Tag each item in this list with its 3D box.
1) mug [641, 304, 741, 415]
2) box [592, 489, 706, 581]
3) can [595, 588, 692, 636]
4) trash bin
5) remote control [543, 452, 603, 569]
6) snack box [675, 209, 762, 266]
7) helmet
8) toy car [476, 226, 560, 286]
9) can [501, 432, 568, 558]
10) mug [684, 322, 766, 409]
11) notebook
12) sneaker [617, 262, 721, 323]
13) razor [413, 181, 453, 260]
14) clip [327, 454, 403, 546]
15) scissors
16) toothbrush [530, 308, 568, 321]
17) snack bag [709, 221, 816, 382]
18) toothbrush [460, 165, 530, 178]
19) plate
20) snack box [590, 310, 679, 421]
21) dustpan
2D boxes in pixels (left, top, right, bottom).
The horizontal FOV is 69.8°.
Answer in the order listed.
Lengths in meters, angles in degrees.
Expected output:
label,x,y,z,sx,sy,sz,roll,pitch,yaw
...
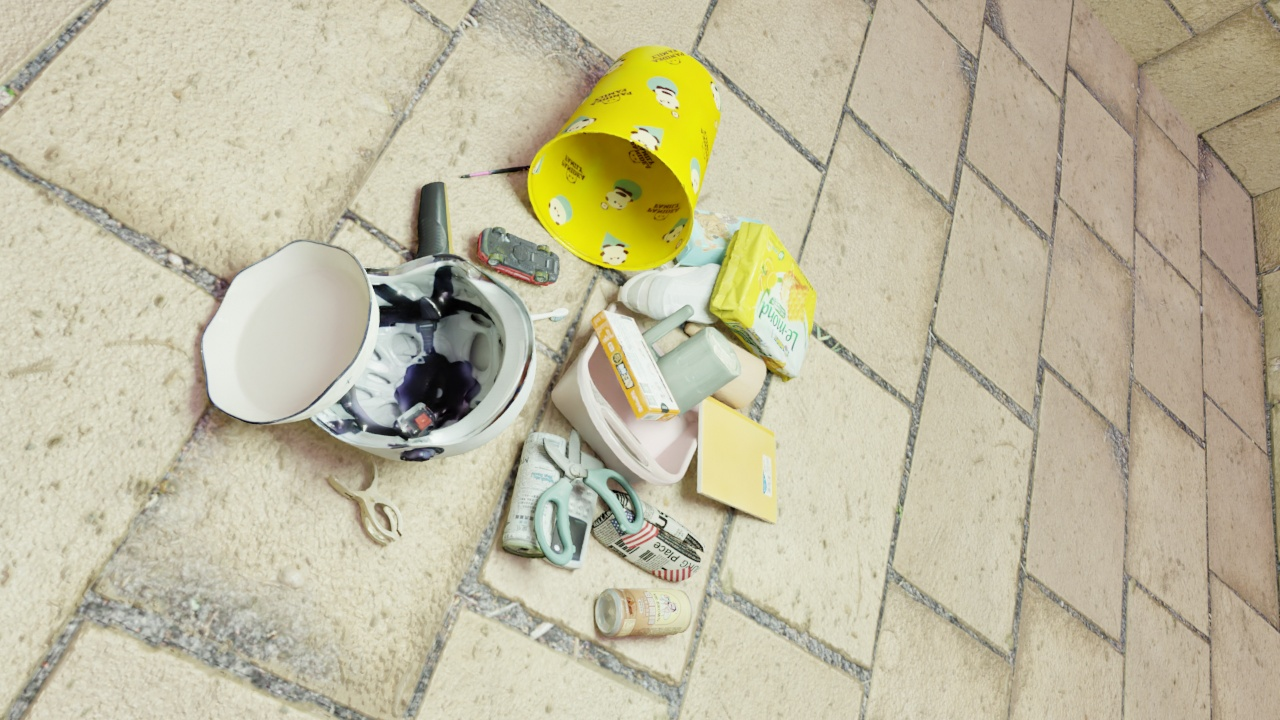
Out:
label,x,y,z,sx,sy,sz,roll,pitch,yaw
mug,0.060,-0.002,1.237,0.124,0.104,0.083,54,24,-4
box,0.009,0.236,1.200,0.163,0.076,0.087,37,77,-23
can,0.004,0.318,1.161,0.116,0.059,0.058,10,67,-34
trash bin,-0.004,-0.295,1.285,0.229,0.230,0.254,38,49,-20
remote control,-0.086,0.188,1.166,0.058,0.021,0.149,26,59,-27
snack box,0.127,-0.186,1.434,0.174,0.052,0.074,2,57,-36
helmet,-0.227,0.013,1.012,0.259,0.146,0.228,-1,68,8
toy car,-0.163,-0.134,1.211,0.120,0.045,0.052,22,59,-35
can,-0.127,0.164,1.120,0.058,0.058,0.146,25,60,-28
mug,0.115,0.000,1.349,0.103,0.084,0.124,30,26,-24
notebook,0.142,0.144,1.320,0.206,0.010,0.145,28,56,-47
sneaker,0.052,-0.098,1.346,0.241,0.091,0.089,-13,110,-58
razor,-0.255,-0.152,1.151,0.067,0.062,0.167,36,42,-59
clip,-0.294,0.156,1.017,0.065,0.035,0.099,-26,81,-39
scissors,-0.059,0.171,1.118,0.181,0.019,0.170,19,60,-30
toothbrush,-0.184,-0.049,1.177,0.220,0.026,0.026,-11,59,-39
snack bag,0.192,-0.088,1.406,0.246,0.068,0.157,42,60,-46
toothbrush,-0.168,-0.265,1.278,0.188,0.014,0.018,-20,98,-39
plate,-0.357,-0.026,0.948,0.045,0.205,0.204,48,40,-60
snack box,-0.007,0.007,1.193,0.075,0.026,0.153,10,48,-57
dustpan,0.009,0.048,1.213,0.222,0.139,0.272,49,52,-12
